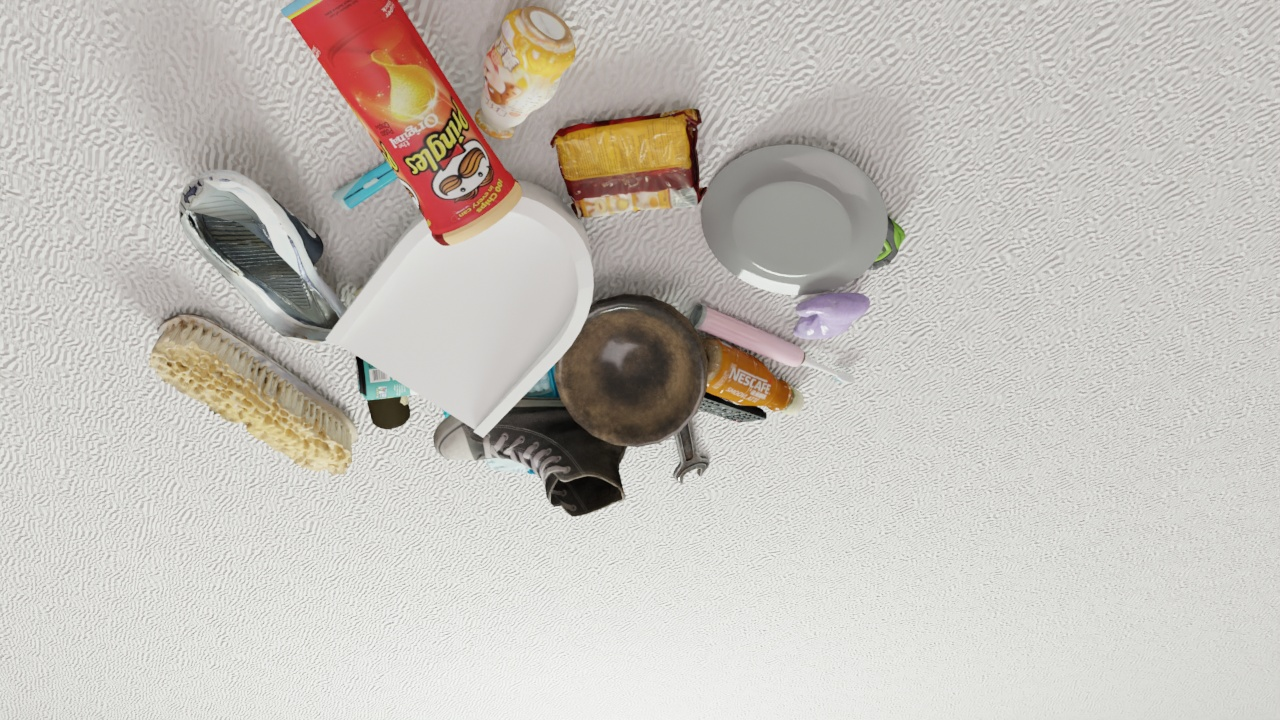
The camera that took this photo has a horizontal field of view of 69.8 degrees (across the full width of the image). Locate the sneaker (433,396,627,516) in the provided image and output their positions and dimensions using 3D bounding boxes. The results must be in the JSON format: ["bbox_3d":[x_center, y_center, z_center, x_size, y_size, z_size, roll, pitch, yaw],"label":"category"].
[{"bbox_3d":[-0.126,0.112,1.048,0.235,0.119,0.095,1,137,1],"label":"sneaker"}]

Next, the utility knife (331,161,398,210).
[{"bbox_3d":[-0.229,-0.179,0.849,0.141,0.015,0.022,-26,107,23],"label":"utility knife"}]

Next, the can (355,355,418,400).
[{"bbox_3d":[-0.251,0.011,0.985,0.101,0.055,0.055,-6,141,-19],"label":"can"}]

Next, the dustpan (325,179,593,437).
[{"bbox_3d":[-0.159,-0.053,0.896,0.191,0.053,0.258,35,109,-20],"label":"dustpan"}]

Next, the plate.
[{"bbox_3d":[0.146,-0.128,0.884,0.178,0.012,0.179,10,137,9],"label":"plate"}]

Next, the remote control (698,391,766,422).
[{"bbox_3d":[0.087,0.048,1.081,0.047,0.022,0.150,-11,157,43],"label":"remote control"}]

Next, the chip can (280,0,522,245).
[{"bbox_3d":[-0.185,-0.202,0.734,0.087,0.086,0.213,-20,120,20],"label":"chip can"}]

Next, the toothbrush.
[{"bbox_3d":[0.153,-0.012,1.036,0.222,0.027,0.027,22,166,-23],"label":"toothbrush"}]

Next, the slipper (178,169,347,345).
[{"bbox_3d":[-0.355,-0.103,0.896,0.111,0.063,0.264,2,147,10],"label":"slipper"}]

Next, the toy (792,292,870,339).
[{"bbox_3d":[0.196,-0.048,0.973,0.080,0.036,0.100,-4,165,-12],"label":"toy"}]

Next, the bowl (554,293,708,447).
[{"bbox_3d":[-0.006,0.006,0.979,0.162,0.070,0.162,3,106,11],"label":"bowl"}]

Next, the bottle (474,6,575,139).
[{"bbox_3d":[-0.099,-0.233,0.754,0.063,0.063,0.109,19,134,-22],"label":"bottle"}]

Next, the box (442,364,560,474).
[{"bbox_3d":[-0.151,0.064,1.105,0.181,0.039,0.227,-3,138,3],"label":"box"}]

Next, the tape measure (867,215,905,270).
[{"bbox_3d":[0.225,-0.123,0.909,0.065,0.035,0.059,34,118,-29],"label":"tape measure"}]

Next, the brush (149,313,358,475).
[{"bbox_3d":[-0.438,0.044,1.061,0.083,0.056,0.271,-22,134,23],"label":"brush"}]

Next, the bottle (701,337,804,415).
[{"bbox_3d":[0.125,0.025,1.056,0.167,0.059,0.059,23,133,-37],"label":"bottle"}]

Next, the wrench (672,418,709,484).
[{"bbox_3d":[0.049,0.069,1.118,0.070,0.010,0.274,-29,141,-13],"label":"wrench"}]

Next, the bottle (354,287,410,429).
[{"bbox_3d":[-0.293,-0.003,1.023,0.045,0.045,0.185,0,131,-2],"label":"bottle"}]

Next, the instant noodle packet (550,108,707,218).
[{"bbox_3d":[-0.007,-0.179,0.837,0.135,0.039,0.099,-6,139,8],"label":"instant noodle packet"}]
